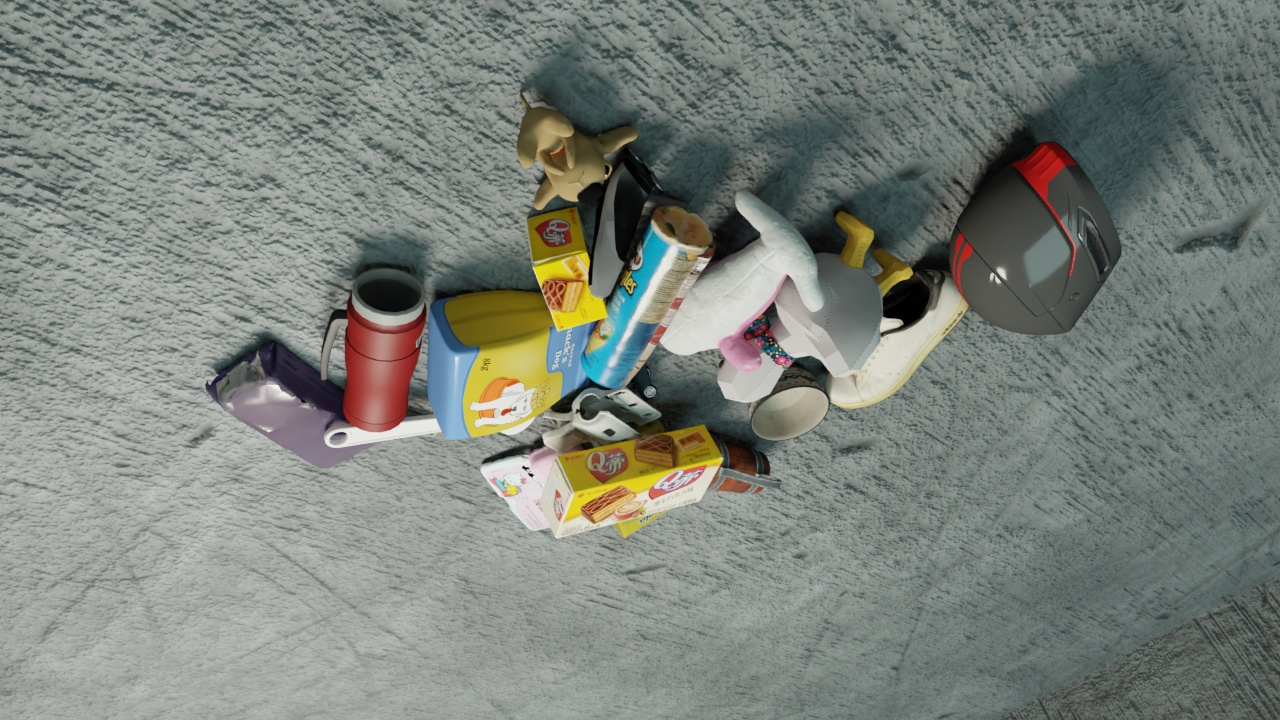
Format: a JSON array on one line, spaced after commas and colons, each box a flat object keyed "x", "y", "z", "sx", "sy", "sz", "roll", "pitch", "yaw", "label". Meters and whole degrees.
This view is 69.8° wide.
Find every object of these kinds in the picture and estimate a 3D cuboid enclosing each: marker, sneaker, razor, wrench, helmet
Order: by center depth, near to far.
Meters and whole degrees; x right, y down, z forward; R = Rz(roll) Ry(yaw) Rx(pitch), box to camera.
[{"x": -0.024, "y": -0.141, "z": 0.964, "sx": 0.057, "sy": 0.060, "sz": 0.156, "roll": 23, "pitch": 93, "yaw": -62, "label": "razor"}, {"x": -0.009, "y": -0.176, "z": 1.008, "sx": 0.138, "sy": 0.022, "sz": 0.016, "roll": 4, "pitch": 128, "yaw": -20, "label": "marker"}, {"x": 0.462, "y": -0.126, "z": 1.102, "sx": 0.170, "sy": 0.164, "sz": 0.264, "roll": -33, "pitch": 135, "yaw": 16, "label": "helmet"}, {"x": -0.260, "y": 0.080, "z": 1.164, "sx": 0.272, "sy": 0.018, "sz": 0.066, "roll": -6, "pitch": 134, "yaw": -29, "label": "wrench"}, {"x": 0.323, "y": -0.029, "z": 1.216, "sx": 0.102, "sy": 0.089, "sz": 0.242, "roll": 16, "pitch": 125, "yaw": -42, "label": "sneaker"}]

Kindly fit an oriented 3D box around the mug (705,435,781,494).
[{"x": 0.140, "y": 0.163, "z": 1.352, "sx": 0.111, "sy": 0.117, "sz": 0.081, "roll": 14, "pitch": 93, "yaw": -34, "label": "mug"}]

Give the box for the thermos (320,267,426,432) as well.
[{"x": -0.308, "y": -0.008, "z": 1.048, "sx": 0.108, "sy": 0.083, "sz": 0.199, "roll": 2, "pitch": 137, "yaw": -20, "label": "thermos"}]

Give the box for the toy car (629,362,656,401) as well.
[{"x": -0.007, "y": 0.007, "z": 1.186, "sx": 0.034, "sy": 0.046, "sz": 0.112, "roll": -19, "pitch": 136, "yaw": 1, "label": "toy car"}]

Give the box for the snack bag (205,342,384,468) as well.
[{"x": -0.411, "y": 0.066, "z": 1.112, "sx": 0.096, "sy": 0.058, "sz": 0.205, "roll": -30, "pitch": 136, "yaw": 13, "label": "snack bag"}]

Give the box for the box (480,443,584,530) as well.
[{"x": -0.129, "y": 0.192, "z": 1.346, "sx": 0.155, "sy": 0.044, "sz": 0.201, "roll": -21, "pitch": 139, "yaw": 6, "label": "box"}]

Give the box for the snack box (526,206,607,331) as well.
[{"x": -0.082, "y": -0.102, "z": 1.019, "sx": 0.061, "sy": 0.083, "sz": 0.106, "roll": -16, "pitch": 138, "yaw": 1, "label": "snack box"}]

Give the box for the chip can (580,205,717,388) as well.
[{"x": 0.006, "y": -0.067, "z": 1.043, "sx": 0.079, "sy": 0.079, "sz": 0.230, "roll": 8, "pitch": 135, "yaw": -25, "label": "chip can"}]

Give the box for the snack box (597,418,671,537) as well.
[{"x": -0.004, "y": 0.167, "z": 1.334, "sx": 0.121, "sy": 0.045, "sz": 0.181, "roll": -31, "pitch": 135, "yaw": -12, "label": "snack box"}]

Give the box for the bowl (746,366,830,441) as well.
[{"x": 0.201, "y": 0.054, "z": 1.290, "sx": 0.115, "sy": 0.059, "sz": 0.116, "roll": -9, "pitch": 137, "yaw": -8, "label": "bowl"}]

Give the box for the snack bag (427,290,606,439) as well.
[{"x": -0.146, "y": -0.003, "z": 1.103, "sx": 0.205, "sy": 0.102, "sz": 0.159, "roll": -11, "pitch": 139, "yaw": -24, "label": "snack bag"}]

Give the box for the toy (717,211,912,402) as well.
[{"x": 0.204, "y": -0.041, "z": 1.106, "sx": 0.141, "sy": 0.246, "sz": 0.268, "roll": 38, "pitch": 97, "yaw": -24, "label": "toy"}]

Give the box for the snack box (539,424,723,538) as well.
[{"x": -0.011, "y": 0.159, "z": 1.229, "sx": 0.229, "sy": 0.061, "sz": 0.110, "roll": -9, "pitch": 142, "yaw": -29, "label": "snack box"}]

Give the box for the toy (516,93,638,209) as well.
[{"x": -0.075, "y": -0.205, "z": 0.909, "sx": 0.134, "sy": 0.105, "sz": 0.108, "roll": -34, "pitch": 146, "yaw": 13, "label": "toy"}]

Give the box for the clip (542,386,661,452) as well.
[{"x": -0.058, "y": 0.091, "z": 1.212, "sx": 0.152, "sy": 0.091, "sz": 0.125, "roll": -23, "pitch": 149, "yaw": 16, "label": "clip"}]

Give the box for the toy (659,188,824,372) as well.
[{"x": 0.114, "y": -0.090, "z": 1.072, "sx": 0.127, "sy": 0.186, "sz": 0.266, "roll": -35, "pitch": 177, "yaw": -37, "label": "toy"}]

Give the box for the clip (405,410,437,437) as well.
[{"x": -0.297, "y": 0.080, "z": 1.189, "sx": 0.074, "sy": 0.035, "sz": 0.023, "roll": 18, "pitch": 126, "yaw": -40, "label": "clip"}]
